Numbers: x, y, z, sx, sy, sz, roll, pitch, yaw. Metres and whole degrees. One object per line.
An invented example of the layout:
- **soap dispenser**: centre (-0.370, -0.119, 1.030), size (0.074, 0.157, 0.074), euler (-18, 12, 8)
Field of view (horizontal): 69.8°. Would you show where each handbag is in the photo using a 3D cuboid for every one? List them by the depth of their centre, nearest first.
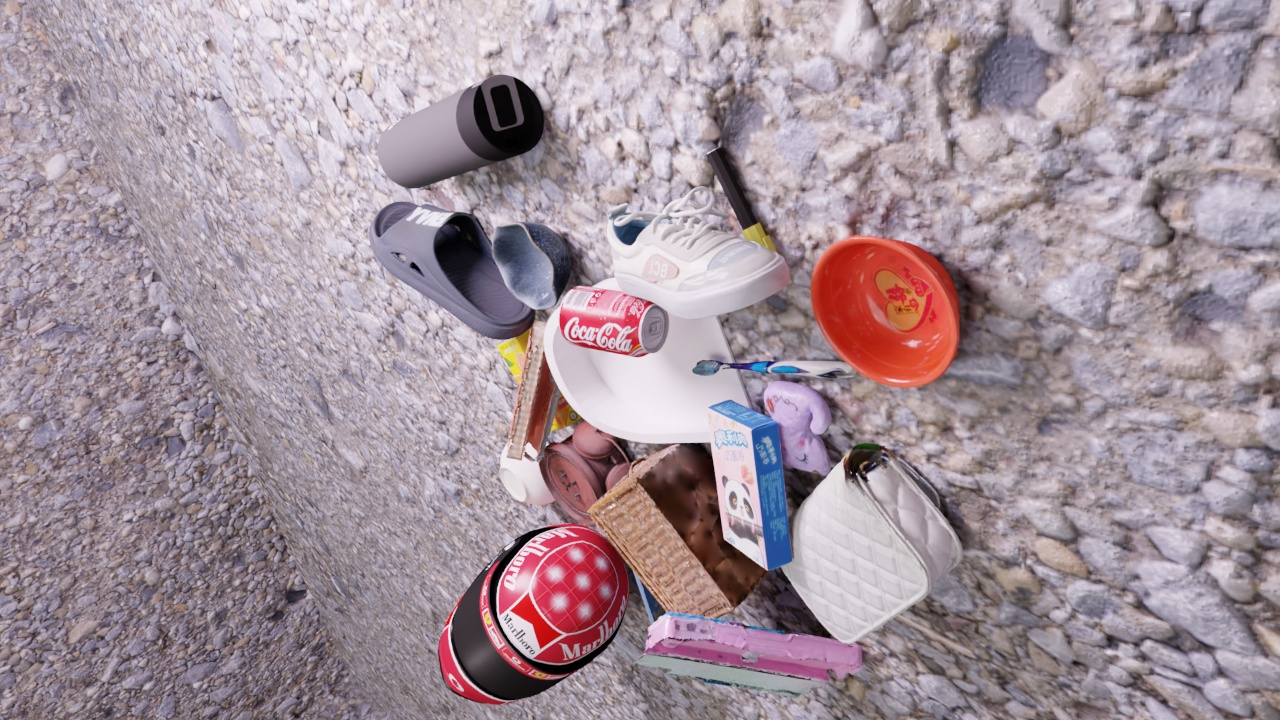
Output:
- **handbag**: centre (0.211, 0.175, 0.872), size (0.139, 0.072, 0.195), euler (54, 148, 19)

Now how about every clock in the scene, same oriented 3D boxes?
- **clock**: centre (-0.061, 0.141, 1.180), size (0.120, 0.072, 0.158), euler (57, 147, -1)

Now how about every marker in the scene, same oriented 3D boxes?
- **marker**: centre (0.092, -0.129, 0.807), size (0.021, 0.017, 0.124), euler (-17, 103, 55)

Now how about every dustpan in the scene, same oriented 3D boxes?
- **dustpan**: centre (-0.006, 0.006, 1.013), size (0.258, 0.053, 0.191), euler (1, 119, 51)

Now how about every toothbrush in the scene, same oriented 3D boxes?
- **toothbrush**: centre (0.123, 0.009, 0.874), size (0.189, 0.017, 0.016), euler (1, 120, 44)

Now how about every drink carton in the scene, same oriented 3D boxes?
- **drink carton**: centre (-0.129, 0.026, 1.196), size (0.059, 0.042, 0.134), euler (-16, 105, 54)

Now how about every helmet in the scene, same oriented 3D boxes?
- **helmet**: centre (-0.134, 0.341, 1.263), size (0.197, 0.270, 0.225), euler (51, 141, 4)

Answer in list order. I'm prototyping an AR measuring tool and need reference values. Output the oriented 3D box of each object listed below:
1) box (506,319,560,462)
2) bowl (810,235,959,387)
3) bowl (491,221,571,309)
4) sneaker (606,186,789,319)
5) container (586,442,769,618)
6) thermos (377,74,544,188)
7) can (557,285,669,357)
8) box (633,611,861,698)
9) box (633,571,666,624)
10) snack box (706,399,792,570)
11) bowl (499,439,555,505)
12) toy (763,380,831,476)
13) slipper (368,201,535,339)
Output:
- **box**: centre (-0.123, 0.041, 1.145), size (0.056, 0.064, 0.188), euler (-105, 28, -67)
- **bowl**: centre (0.199, -0.045, 0.719), size (0.130, 0.045, 0.131), euler (32, 140, 32)
- **bowl**: centre (-0.116, -0.116, 1.047), size (0.110, 0.055, 0.110), euler (33, 141, 32)
- **sneaker**: centre (0.035, -0.100, 0.819), size (0.242, 0.089, 0.091), euler (20, 136, 60)
- **container**: centre (0.053, 0.195, 1.046), size (0.198, 0.113, 0.113), euler (52, 141, 3)
- **thermos**: centre (-0.206, -0.250, 1.022), size (0.241, 0.082, 0.082), euler (0, 118, 51)
- **can**: centre (-0.028, -0.040, 0.940), size (0.105, 0.064, 0.064), euler (11, 127, 33)
- **box**: centre (0.113, 0.337, 1.040), size (0.230, 0.035, 0.160), euler (13, 147, -11)
- **box**: centre (0.015, 0.277, 1.199), size (0.068, 0.059, 0.210), euler (-99, -5, -63)
- **snack box**: centre (0.110, 0.124, 0.921), size (0.088, 0.033, 0.154), euler (24, 127, 62)
- **bowl**: centre (-0.162, 0.164, 1.336), size (0.113, 0.063, 0.114), euler (32, 141, 31)
- **toy**: centre (0.154, 0.067, 0.880), size (0.080, 0.036, 0.100), euler (10, 124, 49)
- **slipper**: centre (-0.238, -0.130, 1.144), size (0.268, 0.110, 0.083), euler (39, 140, 19)
